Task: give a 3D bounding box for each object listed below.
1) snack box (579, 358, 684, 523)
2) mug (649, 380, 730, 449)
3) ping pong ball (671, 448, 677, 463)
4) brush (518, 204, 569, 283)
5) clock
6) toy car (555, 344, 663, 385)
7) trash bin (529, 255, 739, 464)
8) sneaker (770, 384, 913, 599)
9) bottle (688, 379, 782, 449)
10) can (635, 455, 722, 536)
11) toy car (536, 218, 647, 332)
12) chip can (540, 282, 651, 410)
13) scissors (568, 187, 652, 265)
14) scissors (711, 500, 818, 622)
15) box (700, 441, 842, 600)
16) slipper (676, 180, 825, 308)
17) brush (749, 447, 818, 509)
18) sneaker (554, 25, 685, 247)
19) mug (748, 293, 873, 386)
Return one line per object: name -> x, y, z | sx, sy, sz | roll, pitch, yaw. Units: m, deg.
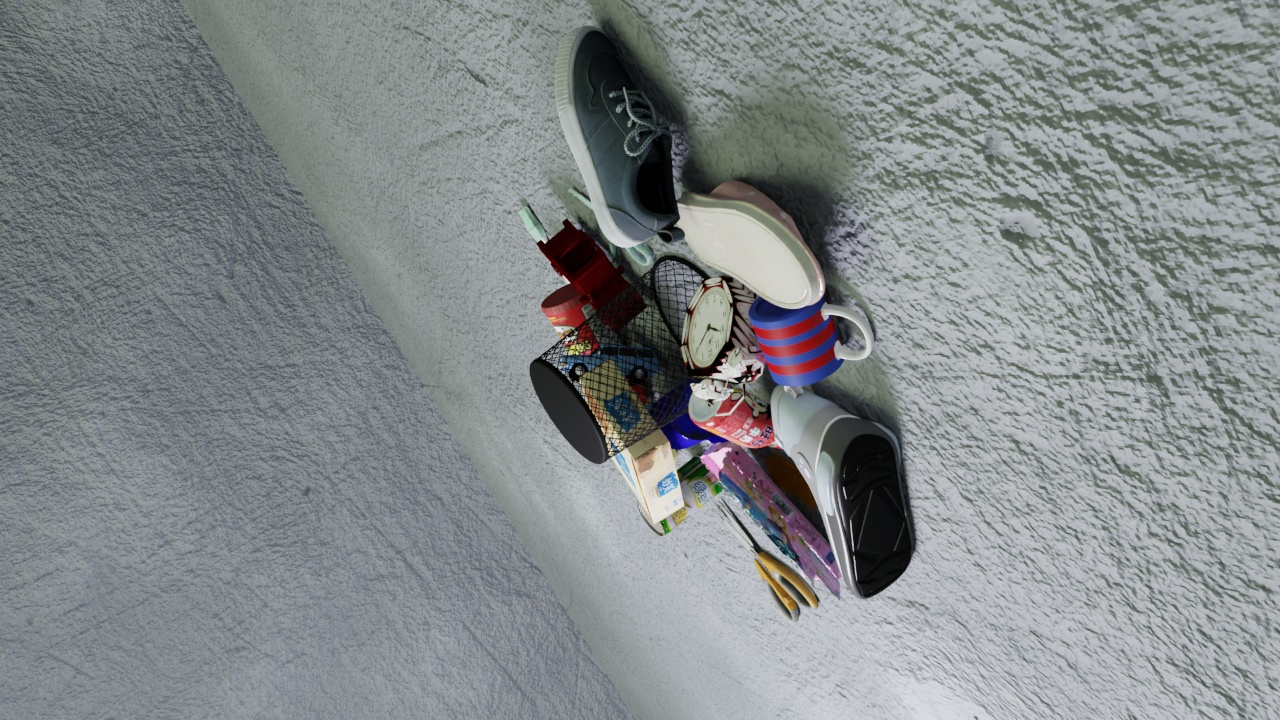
snack box -> -0.010, 0.115, 1.259 | 0.153, 0.055, 0.208 | 54, 168, 31
mug -> 0.075, 0.083, 1.238 | 0.111, 0.079, 0.084 | 28, 161, -8
ping pong ball -> 0.038, 0.151, 1.452 | 0.040, 0.040, 0.040 | 45, 157, 25
brush -> -0.122, -0.141, 1.406 | 0.217, 0.012, 0.033 | 57, 158, -9
clock -> 0.098, -0.013, 0.975 | 0.115, 0.065, 0.154 | -41, 44, 54
toy car -> -0.045, 0.004, 1.297 | 0.056, 0.153, 0.054 | 142, 130, -79
trash bin -> -0.007, 0.006, 1.097 | 0.184, 0.209, 0.184 | 45, 157, 25
sneaker -> 0.213, 0.140, 1.017 | 0.160, 0.093, 0.257 | 44, 159, 49
bottle -> 0.123, 0.069, 1.062 | 0.137, 0.062, 0.062 | 25, 179, -35
can -> 0.060, 0.201, 1.368 | 0.067, 0.120, 0.067 | 45, 157, 25
toy car -> -0.068, -0.119, 1.218 | 0.170, 0.070, 0.062 | 48, 175, 23
chip can -> -0.063, -0.010, 1.370 | 0.087, 0.087, 0.213 | 16, 137, 59
scissors -> -0.041, -0.178, 1.173 | 0.173, 0.021, 0.172 | 39, 158, 29
scissors -> 0.186, 0.314, 1.410 | 0.225, 0.016, 0.176 | 43, 155, 30
box -> 0.176, 0.199, 1.161 | 0.230, 0.062, 0.161 | 48, 179, -4
slipper -> 0.106, -0.119, 0.886 | 0.114, 0.054, 0.274 | 62, 170, -26
brush -> 0.180, 0.145, 1.170 | 0.126, 0.017, 0.048 | 31, 148, 47
sneaker -> -0.015, -0.228, 0.924 | 0.088, 0.089, 0.235 | -11, 99, 43
mug -> 0.167, -0.027, 0.886 | 0.112, 0.074, 0.076 | -4, 122, 37
